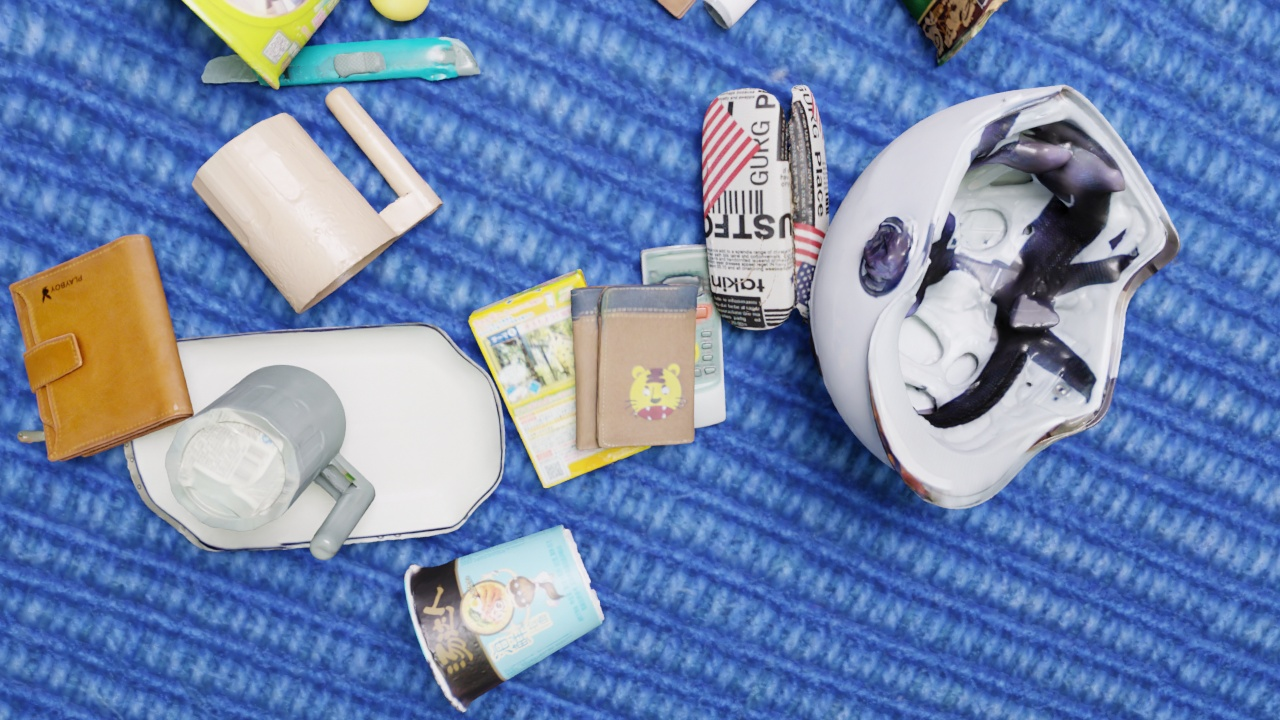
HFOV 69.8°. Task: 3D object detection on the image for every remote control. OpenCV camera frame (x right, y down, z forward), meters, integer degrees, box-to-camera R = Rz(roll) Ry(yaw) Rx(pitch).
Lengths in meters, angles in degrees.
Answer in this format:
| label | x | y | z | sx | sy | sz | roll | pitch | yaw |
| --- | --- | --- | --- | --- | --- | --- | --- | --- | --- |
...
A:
| label | x | y | z | sx | sy | sz | roll | pitch | yaw |
| --- | --- | --- | --- | --- | --- | --- | --- | --- | --- |
| remote control | 0.032 | -0.016 | 0.671 | 0.056 | 0.019 | 0.135 | -4 | 104 | -3 |

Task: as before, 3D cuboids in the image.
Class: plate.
| label | x | y | z | sx | sy | sz | roll | pitch | yaw |
| --- | --- | --- | --- | --- | --- | --- | --- | --- | --- |
| plate | -0.231 | 0.053 | 0.664 | 0.265 | 0.034 | 0.162 | -5 | 104 | -2 |

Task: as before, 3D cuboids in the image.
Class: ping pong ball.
| label | x | y | z | sx | sy | sz | roll | pitch | yaw |
| --- | --- | --- | --- | --- | --- | --- | --- | --- | --- |
| ping pong ball | -0.157 | -0.241 | 0.594 | 0.040 | 0.040 | 0.040 | -1 | 104 | -3 |

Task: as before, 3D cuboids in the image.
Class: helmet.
| label | x | y | z | sx | sy | sz | roll | pitch | yaw |
| --- | --- | --- | --- | --- | --- | --- | --- | --- | --- |
| helmet | 0.201 | -0.048 | 0.598 | 0.229 | 0.146 | 0.259 | 23 | 95 | -33 |

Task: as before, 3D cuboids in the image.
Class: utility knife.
| label | x | y | z | sx | sy | sz | roll | pitch | yaw |
| --- | --- | --- | --- | --- | --- | --- | --- | --- | --- |
| utility knife | -0.201 | -0.198 | 0.616 | 0.185 | 0.013 | 0.029 | -5 | 96 | -2 |

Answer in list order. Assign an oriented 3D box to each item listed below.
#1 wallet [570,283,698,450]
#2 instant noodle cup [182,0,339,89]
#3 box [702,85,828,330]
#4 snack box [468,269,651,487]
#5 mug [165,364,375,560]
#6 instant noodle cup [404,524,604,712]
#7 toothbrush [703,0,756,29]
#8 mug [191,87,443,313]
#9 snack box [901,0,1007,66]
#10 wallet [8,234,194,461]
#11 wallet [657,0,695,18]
| label | x | y | z | sx | sy | sz | roll | pitch | yaw |
| --- | --- | --- | --- | --- | --- | --- | --- | --- | --- |
| wallet | -0.004 | 0.004 | 0.639 | 0.090 | 0.033 | 0.115 | -3 | 102 | -16 |
| instant noodle cup | -0.222 | -0.250 | 0.558 | 0.123 | 0.112 | 0.111 | -46 | 102 | -4 |
| box | 0.094 | -0.105 | 0.637 | 0.076 | 0.086 | 0.162 | 5 | 105 | 40 |
| snack box | -0.057 | 0.014 | 0.667 | 0.087 | 0.033 | 0.140 | -22 | 105 | 2 |
| mug | -0.231 | 0.068 | 0.596 | 0.084 | 0.103 | 0.124 | -43 | 101 | 6 |
| instant noodle cup | -0.095 | 0.178 | 0.673 | 0.120 | 0.111 | 0.111 | -24 | 104 | -6 |
| toothbrush | 0.128 | -0.309 | 0.603 | 0.026 | 0.026 | 0.221 | 44 | 97 | -7 |
| mug | -0.212 | -0.109 | 0.610 | 0.124 | 0.084 | 0.103 | -42 | 102 | -18 |
| snack box | 0.207 | -0.277 | 0.581 | 0.105 | 0.117 | 0.118 | 44 | 95 | 0 |
| wallet | -0.371 | -0.005 | 0.624 | 0.119 | 0.035 | 0.130 | -20 | 82 | 5 |
| wallet | 0.016 | -0.296 | 0.588 | 0.115 | 0.020 | 0.101 | 40 | 120 | -13 |
